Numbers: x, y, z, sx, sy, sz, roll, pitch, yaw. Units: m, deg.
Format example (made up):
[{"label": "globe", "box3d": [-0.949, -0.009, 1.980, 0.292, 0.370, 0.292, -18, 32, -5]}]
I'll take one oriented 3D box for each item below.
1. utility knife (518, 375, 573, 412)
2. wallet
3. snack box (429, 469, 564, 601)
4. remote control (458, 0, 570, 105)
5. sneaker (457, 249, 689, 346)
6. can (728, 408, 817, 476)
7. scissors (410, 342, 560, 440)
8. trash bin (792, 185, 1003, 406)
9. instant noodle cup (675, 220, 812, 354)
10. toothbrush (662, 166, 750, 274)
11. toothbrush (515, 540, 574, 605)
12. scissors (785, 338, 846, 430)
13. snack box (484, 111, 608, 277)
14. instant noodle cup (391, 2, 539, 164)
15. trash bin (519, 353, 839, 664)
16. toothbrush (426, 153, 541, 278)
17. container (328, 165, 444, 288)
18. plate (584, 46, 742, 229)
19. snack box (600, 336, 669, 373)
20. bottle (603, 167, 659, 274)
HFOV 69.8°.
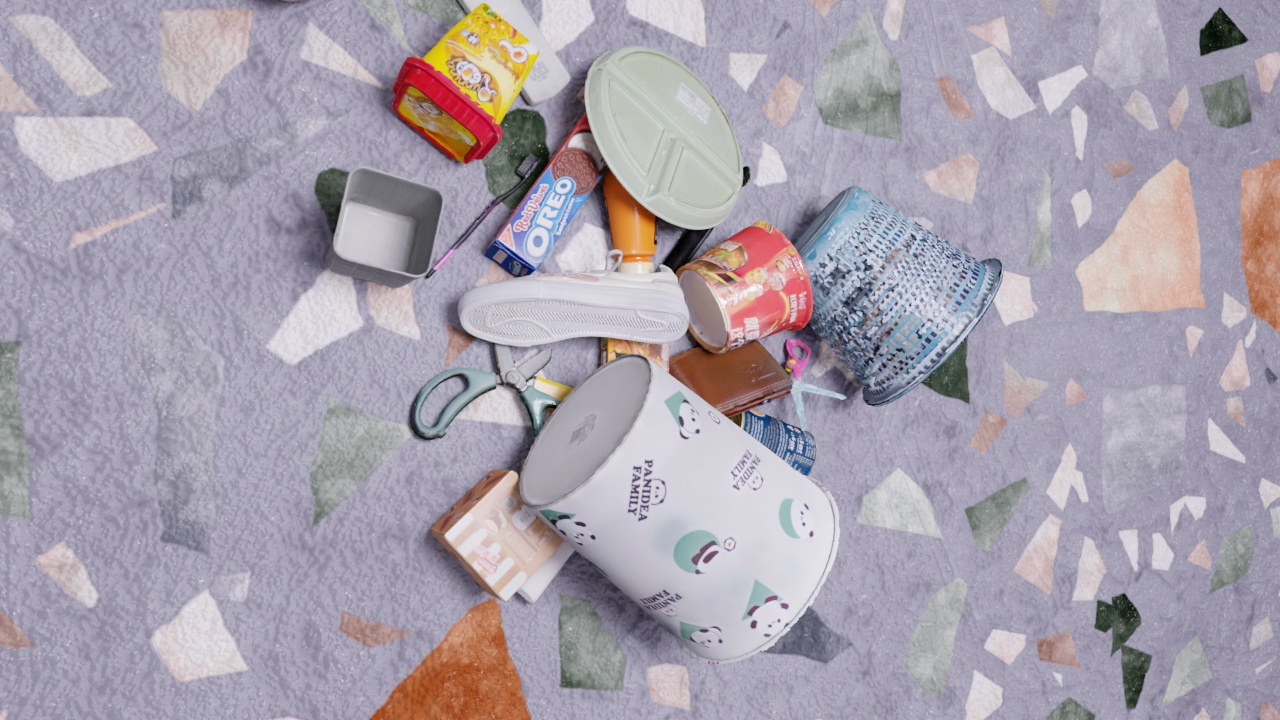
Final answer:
[{"label": "utility knife", "box3d": [-0.031, 0.063, 1.034, 0.230, 0.015, 0.033, 20, 78, -19]}, {"label": "wallet", "box3d": [0.101, 0.019, 1.054, 0.124, 0.101, 0.032, -20, 138, -25]}, {"label": "snack box", "box3d": [-0.146, 0.176, 0.941, 0.094, 0.077, 0.093, -44, 103, -21]}, {"label": "remote control", "box3d": [-0.140, -0.357, 1.017, 0.058, 0.021, 0.150, -38, 101, -20]}, {"label": "sneaker", "box3d": [-0.071, -0.072, 0.974, 0.242, 0.090, 0.090, 1, 53, -11]}, {"label": "can", "box3d": [0.143, 0.101, 1.075, 0.111, 0.075, 0.075, 22, 77, -21]}, {"label": "scissors", "box3d": [-0.151, 0.061, 0.968, 0.169, 0.019, 0.175, -24, 88, -17]}, {"label": "trash bin", "box3d": [0.275, -0.092, 1.090, 0.195, 0.227, 0.226, 40, 71, -2]}, {"label": "instant noodle cup", "box3d": [0.112, -0.075, 1.045, 0.108, 0.138, 0.138, -26, 96, -20]}, {"label": "toothbrush", "box3d": [0.073, -0.155, 1.094, 0.212, 0.026, 0.027, -53, 140, -19]}, {"label": "toothbrush", "box3d": [-0.059, 0.171, 1.007, 0.026, 0.027, 0.220, 33, 70, 17]}, {"label": "scissors", "box3d": [0.180, 0.028, 1.106, 0.136, 0.017, 0.133, 0, 55, -6]}, {"label": "snack box", "box3d": [-0.089, -0.186, 1.007, 0.057, 0.058, 0.207, 37, 72, -14]}, {"label": "instant noodle cup", "box3d": [-0.175, -0.287, 0.943, 0.116, 0.116, 0.123, 37, 73, -16]}, {"label": "trash bin", "box3d": [0.032, 0.139, 0.923, 0.252, 0.230, 0.229, 42, 71, -23]}, {"label": "toothbrush", "box3d": [-0.171, -0.158, 0.993, 0.018, 0.014, 0.189, 41, 71, -5]}, {"label": "container", "box3d": [-0.253, -0.123, 0.897, 0.090, 0.114, 0.090, 14, 80, -22]}, {"label": "plate", "box3d": [0.035, -0.256, 1.035, 0.230, 0.028, 0.229, 20, 58, -36]}, {"label": "snack box", "box3d": [-0.006, 0.006, 1.033, 0.075, 0.026, 0.153, 6, 75, -23]}, {"label": "bottle", "box3d": [-0.007, -0.149, 1.040, 0.066, 0.067, 0.149, -4, 95, -24]}]
